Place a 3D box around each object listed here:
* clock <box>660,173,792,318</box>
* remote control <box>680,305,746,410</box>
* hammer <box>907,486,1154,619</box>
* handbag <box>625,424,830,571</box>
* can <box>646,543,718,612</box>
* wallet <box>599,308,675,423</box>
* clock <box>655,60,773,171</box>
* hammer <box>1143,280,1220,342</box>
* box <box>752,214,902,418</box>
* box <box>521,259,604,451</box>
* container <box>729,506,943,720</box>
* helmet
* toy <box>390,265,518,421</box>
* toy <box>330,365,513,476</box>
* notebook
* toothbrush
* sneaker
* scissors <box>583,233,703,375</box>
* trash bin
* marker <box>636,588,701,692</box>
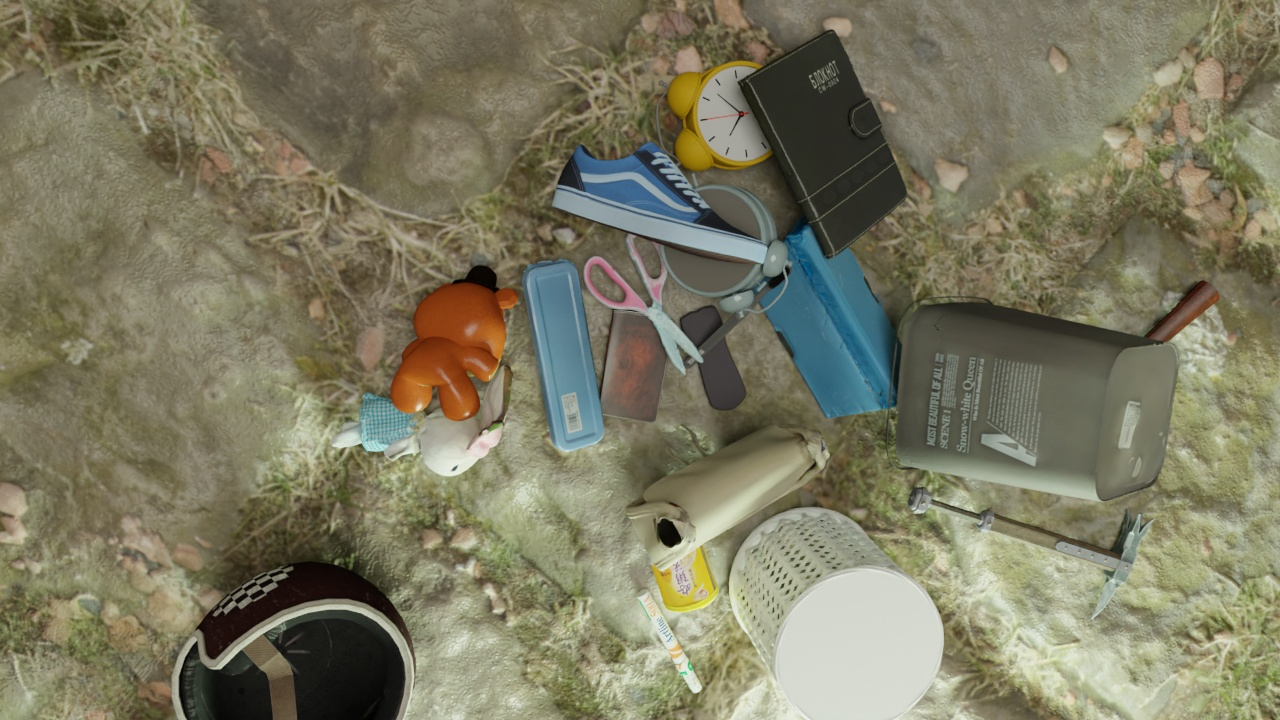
[{"bbox_3d":[0.091,-0.119,0.987,0.159,0.045,0.123,47,112,14],"label":"clock"},{"bbox_3d":[0.085,-0.001,1.058,0.046,0.009,0.124,-22,102,-4],"label":"remote control"},{"bbox_3d":[0.473,0.218,1.141,0.316,0.028,0.147,18,96,-10],"label":"hammer"},{"bbox_3d":[0.079,0.120,0.970,0.228,0.184,0.132,-28,83,-27],"label":"handbag"},{"bbox_3d":[0.045,0.232,1.063,0.067,0.067,0.105,-19,101,-5],"label":"can"},{"bbox_3d":[-0.006,0.006,1.041,0.072,0.019,0.123,9,98,-9],"label":"wallet"},{"bbox_3d":[0.091,-0.264,0.995,0.152,0.052,0.113,-11,101,-10],"label":"clock"},{"bbox_3d":[0.587,0.013,1.123,0.300,0.028,0.111,-42,103,0],"label":"hammer"},{"bbox_3d":[0.210,-0.048,1.053,0.110,0.094,0.231,-22,107,37],"label":"box"},{"bbox_3d":[-0.088,-0.007,1.020,0.069,0.064,0.210,-14,103,-23],"label":"box"},{"bbox_3d":[0.213,0.284,1.034,0.189,0.187,0.189,-1,100,-8],"label":"container"},{"bbox_3d":[-0.342,0.331,0.929,0.233,0.254,0.233,-42,109,-25],"label":"helmet"},{"bbox_3d":[-0.192,-0.023,0.956,0.112,0.096,0.175,9,72,22],"label":"toy"},{"bbox_3d":[-0.234,0.087,0.990,0.205,0.130,0.106,-7,121,5],"label":"toy"},{"bbox_3d":[0.206,-0.237,0.991,0.169,0.030,0.209,-37,107,-32],"label":"notebook"},{"bbox_3d":[0.106,-0.046,1.018,0.013,0.013,0.168,45,114,-2],"label":"toothbrush"},{"bbox_3d":[0.024,-0.171,0.944,0.241,0.083,0.098,21,96,21],"label":"sneaker"},{"bbox_3d":[0.026,-0.068,1.020,0.179,0.016,0.108,45,79,-3],"label":"scissors"},{"bbox_3d":[0.413,0.042,0.970,0.197,0.220,0.197,-4,102,-38],"label":"trash bin"},{"bbox_3d":[0.035,0.339,1.105,0.017,0.017,0.145,-29,102,-3],"label":"marker"}]
